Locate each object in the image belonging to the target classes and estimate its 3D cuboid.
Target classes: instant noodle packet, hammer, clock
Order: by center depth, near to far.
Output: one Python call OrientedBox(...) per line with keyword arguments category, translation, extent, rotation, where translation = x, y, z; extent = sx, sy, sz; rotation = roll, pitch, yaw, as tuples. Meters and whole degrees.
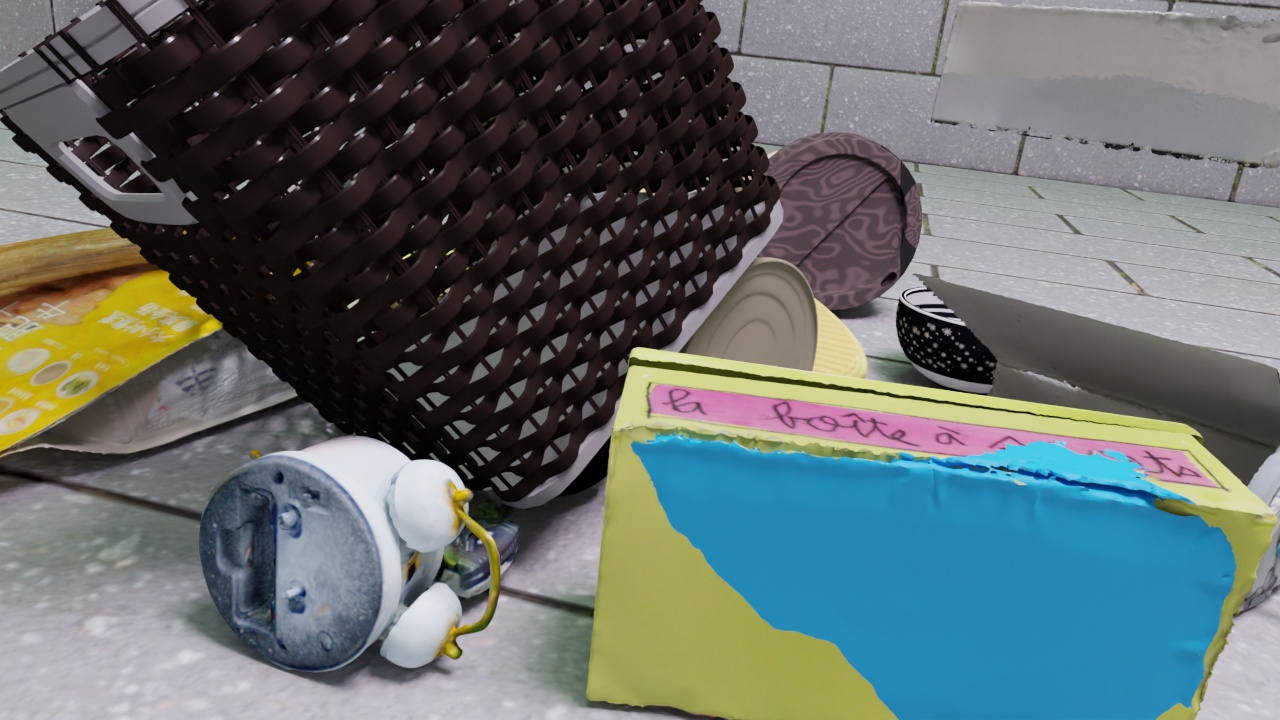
OrientedBox(category="clock", translation=(-0.108, 0.074, 0.350), extent=(0.118, 0.083, 0.057), rotation=(11, 14, 18))
OrientedBox(category="instant noodle packet", translation=(-0.313, -0.004, 0.537), extent=(0.163, 0.084, 0.220), rotation=(17, 28, 27))
OrientedBox(category="hammer", translation=(-0.315, -0.068, 0.552), extent=(0.329, 0.033, 0.132), rotation=(-18, 34, -29))

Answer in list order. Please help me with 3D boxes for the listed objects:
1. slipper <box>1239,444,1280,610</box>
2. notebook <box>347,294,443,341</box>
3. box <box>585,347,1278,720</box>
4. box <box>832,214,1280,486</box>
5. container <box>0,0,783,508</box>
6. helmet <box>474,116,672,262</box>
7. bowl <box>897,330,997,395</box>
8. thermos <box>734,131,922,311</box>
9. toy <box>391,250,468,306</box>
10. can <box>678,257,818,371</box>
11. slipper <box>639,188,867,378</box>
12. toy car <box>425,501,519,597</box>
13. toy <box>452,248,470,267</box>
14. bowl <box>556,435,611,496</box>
OrientedBox(category="slipper", translation=(0.378, 0.071, 0.474), extent=(0.268, 0.098, 0.055), rotation=(-8, 22, -37))
OrientedBox(category="notebook", translation=(-0.207, -0.037, 0.741), extent=(0.209, 0.012, 0.152), rotation=(10, 19, 10))
OrientedBox(category="box", translation=(0.095, 0.075, 0.347), extent=(0.221, 0.124, 0.079), rotation=(5, 22, 2))
OrientedBox(category="box", translation=(0.261, 0.024, 0.511), extent=(0.166, 0.108, 0.417), rotation=(22, 10, 40))
OrientedBox(category="container", translation=(-0.107, -0.107, 0.451), extent=(0.248, 0.244, 0.245), rotation=(11, 54, 47))
OrientedBox(category="helmet", translation=(-0.071, -0.146, 0.872), extent=(0.268, 0.154, 0.227), rotation=(2, 12, -4))
OrientedBox(category="bowl", translation=(0.257, -0.010, 0.714), extent=(0.120, 0.066, 0.120), rotation=(5, 19, -2))
OrientedBox(category="thermos", translation=(0.175, -0.151, 0.962), extent=(0.172, 0.173, 0.226), rotation=(4, 13, -6))
OrientedBox(category="toy", translation=(-0.190, -0.070, 0.757), extent=(0.092, 0.043, 0.117), rotation=(5, 21, -11))
OrientedBox(category="can", translation=(0.038, -0.005, 0.545), extent=(0.073, 0.128, 0.127), rotation=(21, 24, 41))
OrientedBox(category="slipper", translation=(0.057, -0.042, 0.725), extent=(0.099, 0.079, 0.263), rotation=(-14, 48, -39))
OrientedBox(category="toy car", translation=(-0.106, 0.078, 0.409), extent=(0.105, 0.033, 0.047), rotation=(15, 22, 17))
OrientedBox(category="toy", translation=(-0.227, -0.103, 0.872), extent=(0.135, 0.045, 0.092), rotation=(2, 17, -28))
OrientedBox(category="bowl", translation=(-0.042, 0.034, 0.491), extent=(0.124, 0.052, 0.123), rotation=(-22, 35, 16))
